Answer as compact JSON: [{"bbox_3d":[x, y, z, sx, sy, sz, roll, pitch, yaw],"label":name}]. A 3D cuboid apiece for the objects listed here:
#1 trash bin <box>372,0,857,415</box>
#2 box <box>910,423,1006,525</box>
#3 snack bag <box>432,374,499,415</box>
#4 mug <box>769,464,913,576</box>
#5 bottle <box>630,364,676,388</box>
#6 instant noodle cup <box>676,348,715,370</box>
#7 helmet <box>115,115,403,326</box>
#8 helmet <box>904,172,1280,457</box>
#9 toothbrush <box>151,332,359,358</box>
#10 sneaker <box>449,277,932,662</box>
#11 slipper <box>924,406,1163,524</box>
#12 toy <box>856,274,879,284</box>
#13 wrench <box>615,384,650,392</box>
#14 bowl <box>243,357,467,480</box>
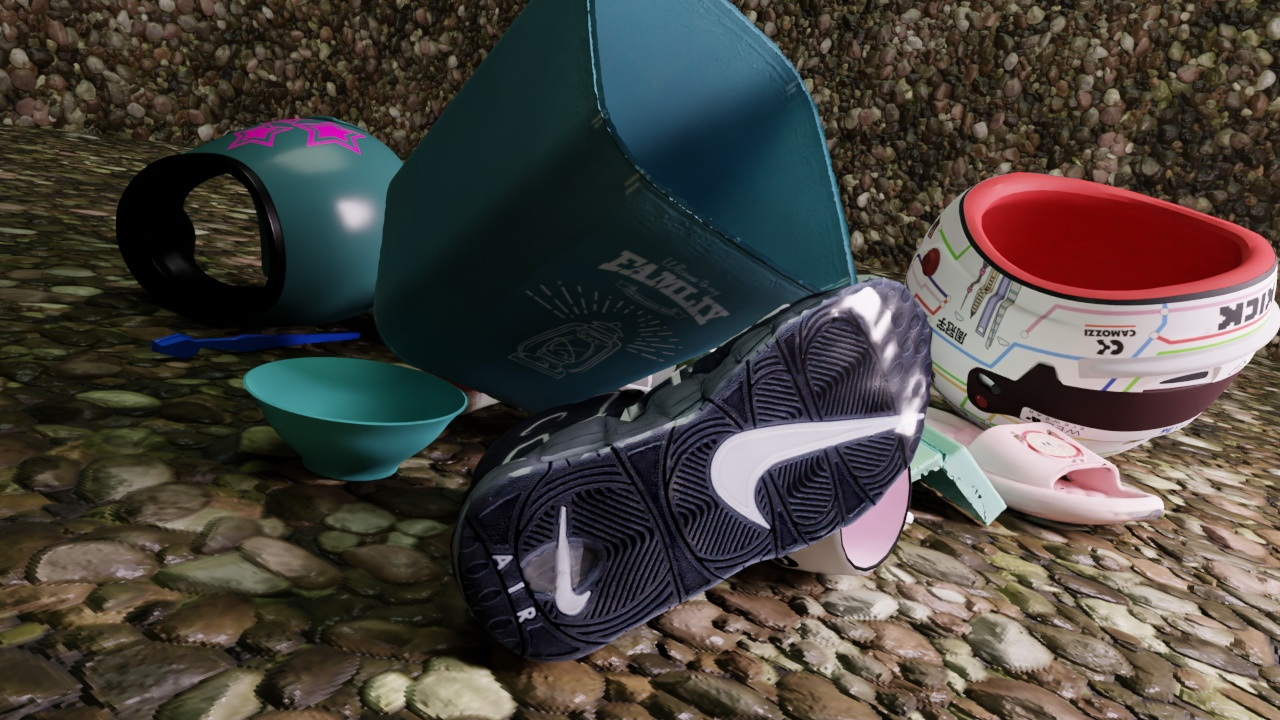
[{"bbox_3d":[-0.028,-0.088,0.535,0.196,0.198,0.219,26,-43,-37],"label":"trash bin"},{"bbox_3d":[0.171,0.072,0.692,0.112,0.078,0.187,-23,20,-11],"label":"box"},{"bbox_3d":[-0.113,-0.022,0.669,0.036,0.116,0.076,21,17,22],"label":"snack bag"},{"bbox_3d":[0.106,0.074,0.510,0.076,0.090,0.123,10,-10,44],"label":"mug"},{"bbox_3d":[-0.005,0.004,0.767,0.060,0.060,0.108,13,13,8],"label":"bottle"},{"bbox_3d":[0.084,0.023,0.603,0.146,0.098,0.146,3,27,-2],"label":"instant noodle cup"},{"bbox_3d":[-0.314,-0.123,0.821,0.275,0.176,0.199,3,17,32],"label":"helmet"},{"bbox_3d":[0.379,-0.025,0.816,0.230,0.236,0.314,-24,35,-20],"label":"helmet"},{"bbox_3d":[-0.292,-0.015,0.722,0.011,0.016,0.186,21,14,28],"label":"toothbrush"},{"bbox_3d":[0.018,0.040,0.449,0.252,0.097,0.151,-28,14,-19],"label":"sneaker"},{"bbox_3d":[0.288,0.075,0.716,0.106,0.056,0.222,-1,16,-34],"label":"slipper"},{"bbox_3d":[0.173,-0.042,0.944,0.209,0.137,0.086,22,-13,-5],"label":"toy"},{"bbox_3d":[-0.021,0.025,0.711,0.273,0.047,0.009,10,13,8],"label":"wrench"},{"bbox_3d":[-0.163,0.037,0.525,0.121,0.046,0.121,10,13,-3],"label":"bowl"}]
